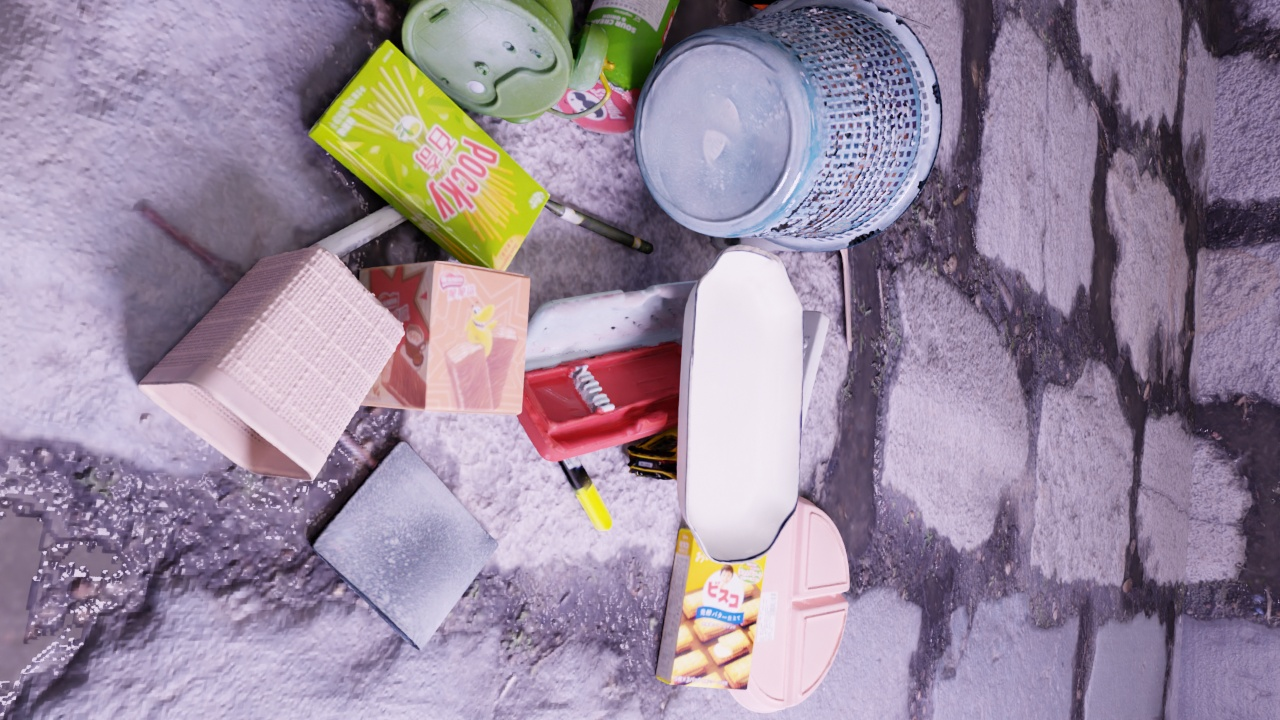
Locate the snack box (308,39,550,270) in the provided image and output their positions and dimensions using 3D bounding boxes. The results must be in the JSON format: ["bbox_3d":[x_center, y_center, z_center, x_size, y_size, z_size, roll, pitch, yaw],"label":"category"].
[{"bbox_3d":[-0.140,-0.134,0.635,0.156,0.026,0.085,42,58,-26],"label":"snack box"}]

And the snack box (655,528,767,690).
[{"bbox_3d":[0.068,0.233,0.860,0.086,0.034,0.140,15,78,-27],"label":"snack box"}]

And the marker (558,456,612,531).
[{"bbox_3d":[-0.056,0.092,0.759,0.018,0.015,0.124,-44,118,-37],"label":"marker"}]

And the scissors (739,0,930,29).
[{"bbox_3d":[0.154,-0.337,0.826,0.220,0.234,0.022,9,102,-32],"label":"scissors"}]

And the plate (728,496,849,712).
[{"bbox_3d":[0.158,0.259,0.974,0.229,0.028,0.229,-2,93,-45],"label":"plate"}]

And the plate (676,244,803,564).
[{"bbox_3d":[0.080,0.037,0.778,0.161,0.034,0.265,3,89,-47],"label":"plate"}]

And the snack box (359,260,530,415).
[{"bbox_3d":[-0.135,-0.013,0.616,0.077,0.093,0.094,5,87,-46],"label":"snack box"}]

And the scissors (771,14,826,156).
[{"bbox_3d":[0.175,-0.273,0.978,0.181,0.019,0.170,40,63,-32],"label":"scissors"}]

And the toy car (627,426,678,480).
[{"bbox_3d":[0.052,0.077,0.829,0.155,0.071,0.041,-13,103,-47],"label":"toy car"}]

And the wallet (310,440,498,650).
[{"bbox_3d":[-0.162,0.129,0.646,0.097,0.019,0.121,-54,125,-33],"label":"wallet"}]

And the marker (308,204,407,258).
[{"bbox_3d":[-0.170,-0.101,0.633,0.144,0.017,0.017,-41,119,-38],"label":"marker"}]

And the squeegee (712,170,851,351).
[{"bbox_3d":[0.167,-0.125,0.967,0.249,0.040,0.247,-7,96,-45],"label":"squeegee"}]

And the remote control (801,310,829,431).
[{"bbox_3d":[0.150,0.018,0.937,0.021,0.058,0.149,31,68,-39],"label":"remote control"}]

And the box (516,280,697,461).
[{"bbox_3d":[-0.006,0.001,0.744,0.201,0.101,0.102,-12,62,-45],"label":"box"}]

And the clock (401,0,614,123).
[{"bbox_3d":[-0.089,-0.220,0.645,0.161,0.116,0.056,33,57,-38],"label":"clock"}]

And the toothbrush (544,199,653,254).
[{"bbox_3d":[-0.055,-0.115,0.756,0.185,0.012,0.017,16,85,-45],"label":"toothbrush"}]

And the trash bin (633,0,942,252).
[{"bbox_3d":[0.105,-0.188,0.744,0.194,0.227,0.226,-23,108,-53],"label":"trash bin"}]

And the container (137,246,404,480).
[{"bbox_3d":[-0.211,-0.001,0.543,0.090,0.090,0.110,51,54,-34],"label":"container"}]

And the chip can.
[{"bbox_3d":[0.000,-0.306,0.764,0.072,0.072,0.235,34,67,-41],"label":"chip can"}]
